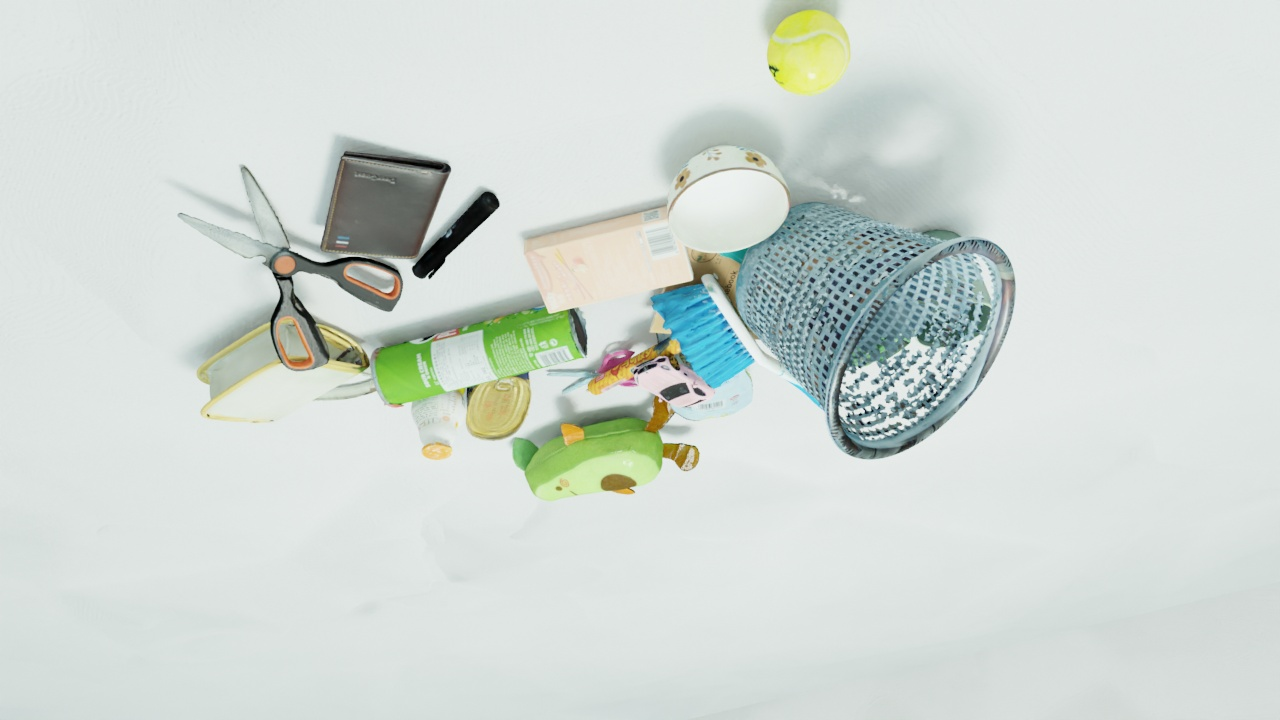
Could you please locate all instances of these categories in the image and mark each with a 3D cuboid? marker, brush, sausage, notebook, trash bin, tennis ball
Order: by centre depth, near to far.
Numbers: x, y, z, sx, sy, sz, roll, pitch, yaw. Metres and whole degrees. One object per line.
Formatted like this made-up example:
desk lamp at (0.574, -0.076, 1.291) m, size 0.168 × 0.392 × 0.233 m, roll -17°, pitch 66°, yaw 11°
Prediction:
tennis ball at (0.133, -0.244, 0.729) m, size 0.065 × 0.065 × 0.066 m, roll -5°, pitch 147°, yaw -4°
trash bin at (0.206, -0.051, 0.885) m, size 0.226 × 0.195 × 0.227 m, roll -19°, pitch 130°, yaw -25°
marker at (-0.181, -0.119, 0.896) m, size 0.022 × 0.020 × 0.132 m, roll 35°, pitch 130°, yaw -24°
notebook at (0.126, -0.078, 1.008) m, size 0.207 × 0.008 × 0.148 m, roll 4°, pitch 134°, yaw -17°
brush at (0.126, 0.003, 1.047) m, size 0.109 × 0.060 × 0.314 m, roll -31°, pitch 136°, yaw 9°
sausage at (-0.006, 0.006, 1.084) m, size 0.166 × 0.021 × 0.021 m, roll -29°, pitch 142°, yaw 35°

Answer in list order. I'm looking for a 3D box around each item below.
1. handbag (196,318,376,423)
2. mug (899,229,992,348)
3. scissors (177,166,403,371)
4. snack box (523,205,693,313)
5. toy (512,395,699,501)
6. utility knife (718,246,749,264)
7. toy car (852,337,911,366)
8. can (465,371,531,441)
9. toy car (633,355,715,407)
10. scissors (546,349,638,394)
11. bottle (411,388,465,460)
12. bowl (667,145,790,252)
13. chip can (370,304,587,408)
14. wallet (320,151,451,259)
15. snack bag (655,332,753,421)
handbag at (-0.385, 0.018, 1.042) m, size 0.164 × 0.063 × 0.178 m, roll -26°, pitch 158°, yaw 26°
mug at (0.310, -0.073, 0.986) m, size 0.112 × 0.106 × 0.082 m, roll -26°, pitch 144°, yaw 25°
scissors at (-0.326, -0.085, 0.886) m, size 0.221 × 0.021 × 0.221 m, roll -10°, pitch 126°, yaw -32°
snack box at (-0.031, -0.102, 0.932) m, size 0.157 × 0.026 × 0.084 m, roll -12°, pitch 133°, yaw 8°
toy at (-0.048, 0.132, 1.245) m, size 0.247 × 0.089 × 0.227 m, roll -18°, pitch 139°, yaw 10°
utility knife at (0.148, -0.091, 0.982) m, size 0.209 × 0.013 × 0.029 m, roll 27°, pitch 121°, yaw -30°
toy car at (0.293, -0.019, 1.133) m, size 0.043 × 0.036 × 0.091 m, roll 15°, pitch 144°, yaw -33°
can at (-0.174, 0.041, 1.116) m, size 0.074 × 0.049 × 0.148 m, roll 3°, pitch 146°, yaw -16°
toy car at (0.042, 0.029, 1.077) m, size 0.056 × 0.037 × 0.122 m, roll -26°, pitch 148°, yaw 29°
scissors at (-0.046, 0.020, 1.142) m, size 0.134 × 0.017 × 0.128 m, roll -28°, pitch 145°, yaw 36°
bottle at (-0.238, 0.062, 1.080) m, size 0.063 × 0.108 × 0.063 m, roll -4°, pitch 146°, yaw -3°
bowl at (0.078, -0.159, 0.851) m, size 0.113 × 0.062 × 0.114 m, roll -4°, pitch 148°, yaw -3°
chip can at (-0.177, -0.008, 1.019) m, size 0.236 × 0.072 × 0.072 m, roll -14°, pitch 146°, yaw 9°
wallet at (-0.237, -0.141, 0.845) m, size 0.096 × 0.020 × 0.123 m, roll 0°, pitch 145°, yaw -30°
snack bag at (0.081, 0.002, 1.115) m, size 0.110 × 0.038 × 0.191 m, roll -3°, pitch 140°, yaw 7°
